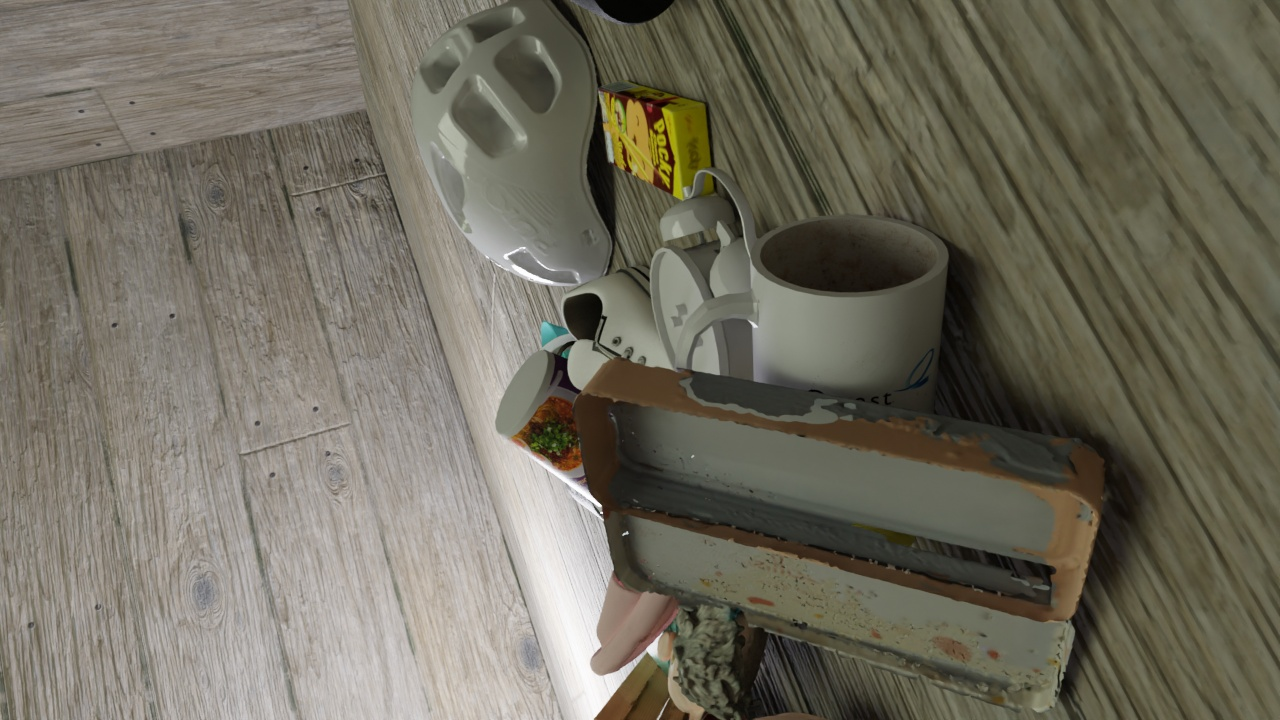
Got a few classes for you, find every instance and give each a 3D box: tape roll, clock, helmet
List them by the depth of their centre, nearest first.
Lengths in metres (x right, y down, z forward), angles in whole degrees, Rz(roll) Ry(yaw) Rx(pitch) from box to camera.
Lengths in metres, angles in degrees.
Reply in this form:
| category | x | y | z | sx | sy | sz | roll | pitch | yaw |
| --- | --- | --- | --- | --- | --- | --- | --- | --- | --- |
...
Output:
| category | x | y | z | sx | sy | sz | roll | pitch | yaw |
| --- | --- | --- | --- | --- | --- | --- | --- | --- | --- |
| clock | 0.046 | -0.043 | 0.578 | 0.120 | 0.061 | 0.159 | -125 | 23 | -48 |
| clock | 0.085 | 0.323 | 0.798 | 0.156 | 0.062 | 0.110 | -103 | -10 | -68 |
| helmet | -0.109 | -0.195 | 0.888 | 0.282 | 0.184 | 0.224 | 61 | -175 | -54 |
| tape roll | -0.070 | 0.017 | 0.960 | 0.019 | 0.094 | 0.094 | -130 | 28 | -55 |

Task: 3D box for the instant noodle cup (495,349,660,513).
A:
| category | x | y | z | sx | sy | sz | roll | pitch | yaw |
| --- | --- | --- | --- | --- | --- | --- | --- | --- | --- |
| instant noodle cup | -0.054 | 0.059 | 0.798 | 0.122 | 0.122 | 0.136 | -48 | 26 | 25 |

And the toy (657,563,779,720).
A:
| category | x | y | z | sx | sy | sz | roll | pitch | yaw |
| --- | --- | --- | --- | --- | --- | --- | --- | --- | --- |
| toy | 0.052 | 0.223 | 0.707 | 0.176 | 0.076 | 0.132 | 102 | -169 | -52 |

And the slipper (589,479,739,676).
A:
| category | x | y | z | sx | sy | sz | roll | pitch | yaw |
| --- | --- | --- | --- | --- | --- | --- | --- | --- | --- |
| slipper | 0.018 | 0.168 | 0.735 | 0.056 | 0.106 | 0.222 | 39 | 123 | 18 |

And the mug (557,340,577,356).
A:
| category | x | y | z | sx | sy | sz | roll | pitch | yaw |
| --- | --- | --- | --- | --- | --- | --- | --- | --- | --- |
| mug | -0.046 | 0.029 | 0.913 | 0.085 | 0.081 | 0.111 | -141 | 38 | -63 |

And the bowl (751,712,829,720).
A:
| category | x | y | z | sx | sy | sz | roll | pitch | yaw |
| --- | --- | --- | --- | --- | --- | --- | --- | --- | --- |
| bowl | 0.108 | 0.282 | 0.601 | 0.153 | 0.153 | 0.075 | 92 | -162 | -48 |

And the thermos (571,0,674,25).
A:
| category | x | y | z | sx | sy | sz | roll | pitch | yaw |
| --- | --- | --- | --- | --- | --- | --- | --- | --- | --- |
| thermos | -0.051 | -0.288 | 0.610 | 0.218 | 0.105 | 0.106 | 49 | 151 | 46 |

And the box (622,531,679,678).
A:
| category | x | y | z | sx | sy | sz | roll | pitch | yaw |
| --- | --- | --- | --- | --- | --- | --- | --- | --- | --- |
| box | 0.011 | 0.204 | 0.847 | 0.077 | 0.080 | 0.189 | -57 | -38 | -59 |

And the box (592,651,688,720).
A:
| category | x | y | z | sx | sy | sz | roll | pitch | yaw |
| --- | --- | --- | --- | --- | --- | --- | --- | --- | --- |
| box | 0.011 | 0.359 | 0.832 | 0.248 | 0.184 | 0.141 | 16 | -93 | -79 |

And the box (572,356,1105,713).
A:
| category | x | y | z | sx | sy | sz | roll | pitch | yaw |
| --- | --- | --- | --- | --- | --- | --- | --- | --- | --- |
| box | 0.078 | 0.080 | 0.409 | 0.217 | 0.042 | 0.151 | 10 | 125 | 24 |

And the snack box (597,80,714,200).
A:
| category | x | y | z | sx | sy | sz | roll | pitch | yaw |
| --- | --- | --- | --- | --- | --- | --- | --- | --- | --- |
| snack box | 0.008 | -0.160 | 0.654 | 0.149 | 0.025 | 0.061 | -135 | 32 | -59 |

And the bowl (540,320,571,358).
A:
| category | x | y | z | sx | sy | sz | roll | pitch | yaw |
| --- | --- | --- | --- | --- | --- | --- | --- | --- | --- |
| bowl | -0.072 | 0.008 | 1.042 | 0.121 | 0.046 | 0.121 | 163 | 90 | -74 |

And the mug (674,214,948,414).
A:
| category | x | y | z | sx | sy | sz | roll | pitch | yaw |
| --- | --- | --- | --- | --- | --- | --- | --- | --- | --- |
| mug | 0.075 | -0.003 | 0.418 | 0.083 | 0.119 | 0.096 | -102 | 5 | -58 |

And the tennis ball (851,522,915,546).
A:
| category | x | y | z | sx | sy | sz | roll | pitch | yaw |
| --- | --- | --- | --- | --- | --- | --- | --- | --- | --- |
| tennis ball | 0.110 | 0.078 | 0.474 | 0.065 | 0.065 | 0.065 | 163 | 90 | -74 |

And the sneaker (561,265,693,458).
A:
| category | x | y | z | sx | sy | sz | roll | pitch | yaw |
| --- | --- | --- | --- | --- | --- | --- | --- | --- | --- |
| sneaker | -0.004 | 0.004 | 0.726 | 0.245 | 0.097 | 0.091 | -124 | 23 | -47 |

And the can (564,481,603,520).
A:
| category | x | y | z | sx | sy | sz | roll | pitch | yaw |
| --- | --- | --- | --- | --- | --- | --- | --- | --- | --- |
| can | -0.027 | 0.123 | 0.942 | 0.146 | 0.080 | 0.080 | -174 | 69 | -73 |
